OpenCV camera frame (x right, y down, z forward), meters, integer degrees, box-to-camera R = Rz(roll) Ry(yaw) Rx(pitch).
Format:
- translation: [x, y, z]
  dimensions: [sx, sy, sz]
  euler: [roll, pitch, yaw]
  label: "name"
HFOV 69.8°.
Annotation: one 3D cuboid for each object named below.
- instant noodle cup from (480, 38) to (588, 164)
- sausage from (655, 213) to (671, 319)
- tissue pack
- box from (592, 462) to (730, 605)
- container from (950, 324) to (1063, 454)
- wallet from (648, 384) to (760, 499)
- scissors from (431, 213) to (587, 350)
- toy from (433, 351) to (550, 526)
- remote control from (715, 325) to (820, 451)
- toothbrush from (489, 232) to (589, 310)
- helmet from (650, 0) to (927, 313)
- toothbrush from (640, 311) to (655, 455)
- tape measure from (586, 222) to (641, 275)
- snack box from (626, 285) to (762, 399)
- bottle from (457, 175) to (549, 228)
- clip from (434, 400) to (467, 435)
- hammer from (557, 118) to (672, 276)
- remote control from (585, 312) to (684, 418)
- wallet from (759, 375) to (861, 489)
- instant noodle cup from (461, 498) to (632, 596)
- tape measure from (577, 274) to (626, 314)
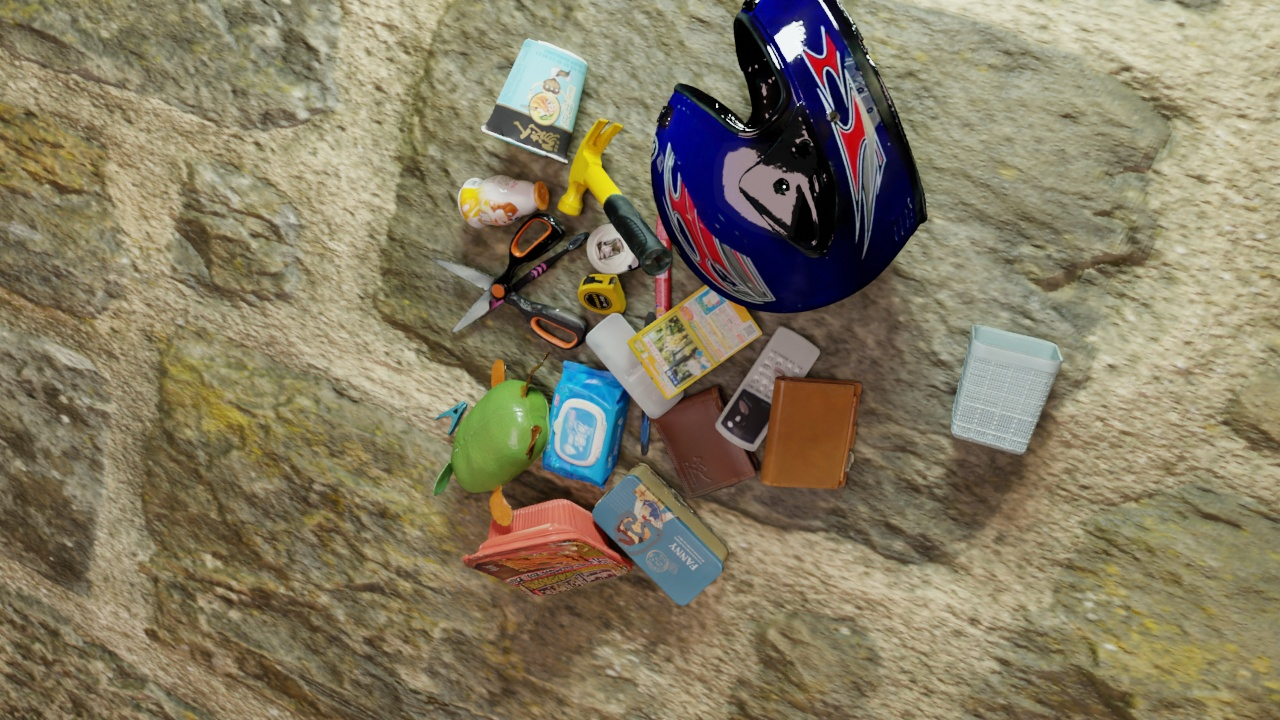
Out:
- translation: [-0.118, -0.307, 1.077]
  dimensions: [0.111, 0.111, 0.120]
  euler: [23, 100, 13]
  label: "instant noodle cup"
- translation: [0.028, -0.111, 1.110]
  dimensions: [0.020, 0.020, 0.156]
  euler: [5, 103, 18]
  label: "sausage"
- translation: [-0.070, 0.082, 1.167]
  dimensions: [0.095, 0.052, 0.157]
  euler: [17, 106, 15]
  label: "tissue pack"
- translation: [0.031, 0.222, 1.158]
  dimensions: [0.184, 0.061, 0.090]
  euler: [43, 112, 8]
  label: "box"
- translation: [0.386, 0.032, 0.983]
  dimensions: [0.090, 0.089, 0.111]
  euler: [16, 108, 15]
  label: "container"
- translation: [0.078, 0.102, 1.133]
  dimensions: [0.101, 0.032, 0.124]
  euler: [-25, 92, 24]
  label: "wallet"
- translation: [-0.158, -0.092, 1.167]
  dimensions: [0.221, 0.021, 0.235]
  euler: [40, 120, -1]
  label: "scissors"
- translation: [-0.175, 0.096, 1.160]
  dimensions: [0.248, 0.090, 0.226]
  euler: [-37, 46, 45]
  label: "toy"
- translation: [0.149, 0.034, 1.080]
  dimensions: [0.058, 0.021, 0.150]
  euler: [32, 97, 0]
  label: "remote control"
- translation: [-0.139, -0.108, 1.169]
  dimensions: [0.190, 0.017, 0.014]
  euler: [-33, 96, 23]
  label: "toothbrush"
- translation: [0.126, -0.199, 0.930]
  dimensions: [0.240, 0.247, 0.315]
  euler: [-26, 101, 4]
  label: "helmet"
- translation: [0.009, 0.030, 1.152]
  dimensions: [0.014, 0.016, 0.190]
  euler: [5, 106, 8]
  label: "toothbrush"
- translation: [-0.031, -0.136, 1.118]
  dimensions: [0.066, 0.033, 0.066]
  euler: [-17, 94, 21]
  label: "tape measure"
- translation: [0.064, -0.027, 1.090]
  dimensions: [0.140, 0.033, 0.087]
  euler: [-36, 88, 4]
  label: "snack box"
- translation: [-0.169, -0.198, 1.134]
  dimensions: [0.108, 0.063, 0.063]
  euler: [-3, 100, 20]
  label: "bottle"
- translation: [-0.255, 0.075, 1.249]
  dimensions: [0.034, 0.013, 0.054]
  euler: [44, 111, 4]
  label: "clip"
- translation: [-0.027, -0.170, 0.998]
  dimensions: [0.032, 0.300, 0.129]
  euler: [11, 116, -25]
  label: "hammer"
- translation: [-0.007, 0.007, 1.124]
  dimensions: [0.056, 0.020, 0.136]
  euler: [-41, 89, 1]
  label: "remote control"
- translation: [0.200, 0.085, 1.071]
  dimensions: [0.108, 0.031, 0.132]
  euler: [3, 106, -7]
  label: "wallet"
- translation: [-0.118, 0.237, 1.170]
  dimensions: [0.165, 0.189, 0.079]
  euler: [-17, 60, 20]
  label: "instant noodle cup"
- translation: [-0.047, -0.084, 1.126]
  dimensions: [0.057, 0.028, 0.060]
  euler: [4, 146, 19]
  label: "tape measure"
